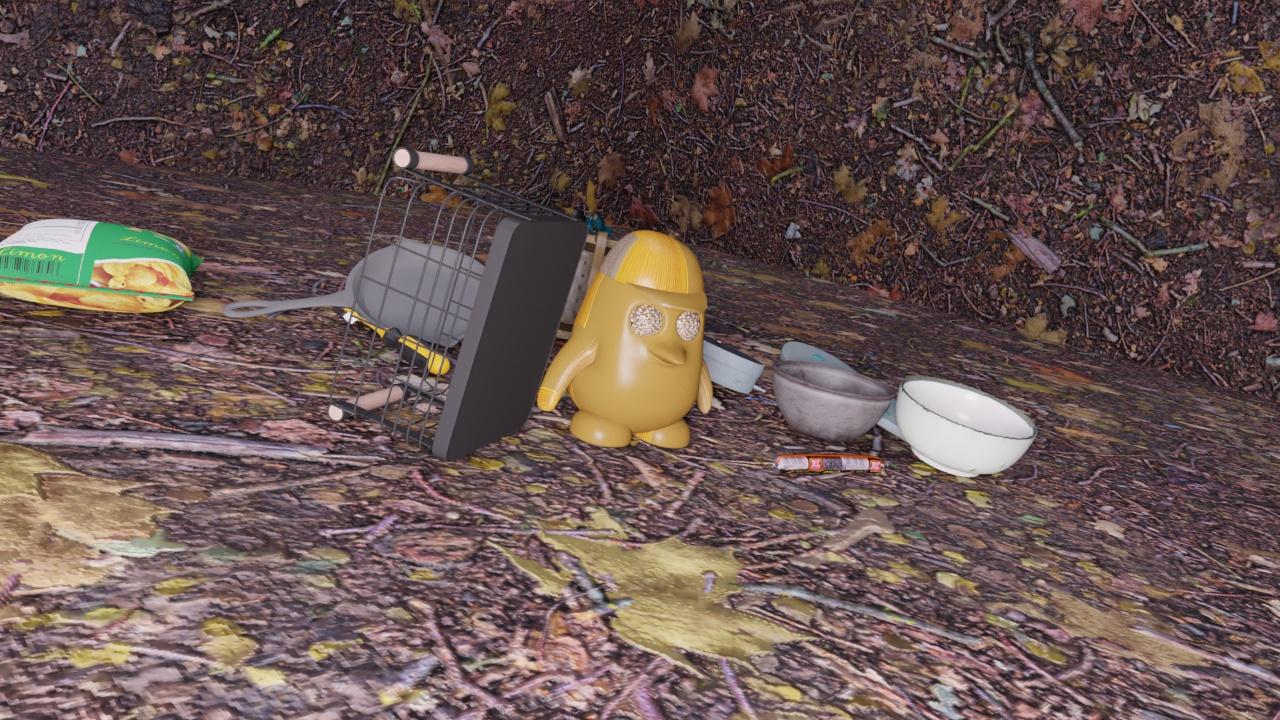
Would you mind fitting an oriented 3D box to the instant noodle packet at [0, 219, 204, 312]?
[{"bbox_3d":[-0.585,-0.103,0.994,0.195,0.090,0.253,5,13,-24],"label":"instant noodle packet"}]

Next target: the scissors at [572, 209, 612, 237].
[{"bbox_3d":[-0.070,-0.184,1.237,0.137,0.019,0.129,16,-3,-40],"label":"scissors"}]

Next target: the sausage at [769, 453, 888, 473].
[{"bbox_3d":[0.192,0.104,0.927,0.155,0.020,0.020,4,14,-31],"label":"sausage"}]

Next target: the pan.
[{"bbox_3d":[-0.332,-0.075,1.154,0.353,0.024,0.216,-8,47,-27],"label":"pan"}]

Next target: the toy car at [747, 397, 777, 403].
[{"bbox_3d":[0.189,0.057,1.166,0.092,0.062,0.033,44,21,8],"label":"toy car"}]

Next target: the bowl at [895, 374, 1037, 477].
[{"bbox_3d":[0.357,0.080,1.035,0.153,0.073,0.153,13,20,-5],"label":"bowl"}]

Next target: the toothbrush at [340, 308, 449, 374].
[{"bbox_3d":[-0.282,-0.026,1.045,0.197,0.031,0.030,25,60,36],"label":"toothbrush"}]

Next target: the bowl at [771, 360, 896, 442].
[{"bbox_3d":[0.219,0.052,1.078,0.145,0.067,0.145,11,12,-3],"label":"bowl"}]

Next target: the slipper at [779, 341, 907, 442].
[{"bbox_3d":[0.273,0.056,1.184,0.098,0.055,0.269,-3,30,-42],"label":"slipper"}]

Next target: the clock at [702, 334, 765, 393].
[{"bbox_3d":[0.090,-0.006,1.213,0.159,0.045,0.122,28,7,34],"label":"clock"}]

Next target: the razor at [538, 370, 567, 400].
[{"bbox_3d":[-0.130,0.030,0.973,0.042,0.026,0.105,24,21,39],"label":"razor"}]

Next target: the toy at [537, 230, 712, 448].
[{"bbox_3d":[0.005,-0.024,0.902,0.198,0.203,0.162,4,14,-31],"label":"toy"}]

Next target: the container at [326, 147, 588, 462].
[{"bbox_3d":[-0.159,-0.045,0.794,0.130,0.241,0.162,23,15,14],"label":"container"}]

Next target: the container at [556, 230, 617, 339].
[{"bbox_3d":[-0.073,-0.097,1.263,0.250,0.157,0.186,13,3,-6],"label":"container"}]
